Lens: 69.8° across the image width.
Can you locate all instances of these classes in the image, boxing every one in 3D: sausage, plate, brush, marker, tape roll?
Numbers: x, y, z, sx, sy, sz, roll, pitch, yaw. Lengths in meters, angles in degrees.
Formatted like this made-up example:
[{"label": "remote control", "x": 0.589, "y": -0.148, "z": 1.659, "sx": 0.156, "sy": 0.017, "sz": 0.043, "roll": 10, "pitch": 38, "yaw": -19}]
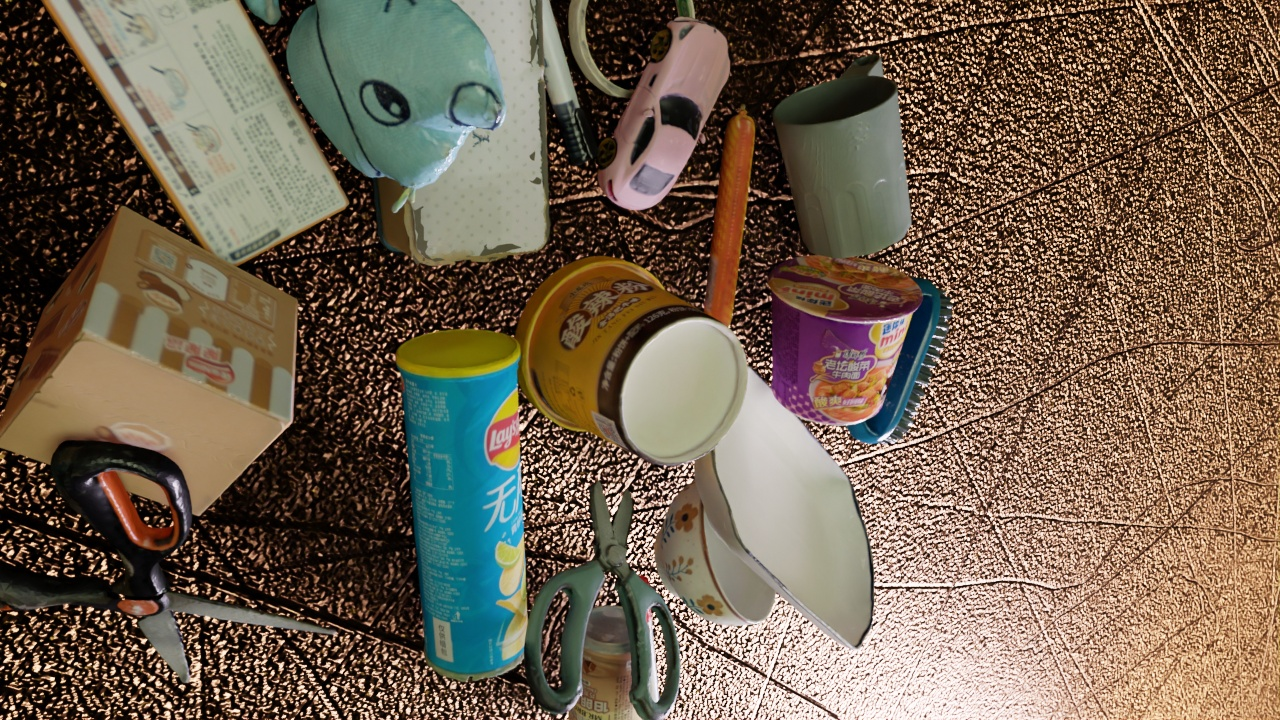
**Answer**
[{"label": "sausage", "x": 0.062, "y": -0.095, "z": 0.644, "sx": 0.021, "sy": 0.021, "sz": 0.165, "roll": -5, "pitch": 110, "yaw": -33}, {"label": "plate", "x": 0.112, "y": 0.118, "z": 0.708, "sx": 0.265, "sy": 0.034, "sz": 0.161, "roll": 45, "pitch": 39, "yaw": -38}, {"label": "brush", "x": 0.204, "y": -0.001, "z": 0.753, "sx": 0.073, "sy": 0.055, "sz": 0.144, "roll": 14, "pitch": 99, "yaw": -38}, {"label": "marker", "x": 0.004, "y": 0.235, "z": 0.730, "sx": 0.017, "sy": 0.017, "sz": 0.145, "roll": -18, "pitch": 116, "yaw": -28}, {"label": "tape roll", "x": -0.004, "y": -0.205, "z": 0.563, "sx": 0.085, "sy": 0.014, "sz": 0.086, "roll": -13, "pitch": 114, "yaw": -30}, {"label": "marker", "x": -0.051, "y": -0.178, "z": 0.537, "sx": 0.018, "sy": 0.023, "sz": 0.131, "roll": -51, "pitch": 135, "yaw": -44}]

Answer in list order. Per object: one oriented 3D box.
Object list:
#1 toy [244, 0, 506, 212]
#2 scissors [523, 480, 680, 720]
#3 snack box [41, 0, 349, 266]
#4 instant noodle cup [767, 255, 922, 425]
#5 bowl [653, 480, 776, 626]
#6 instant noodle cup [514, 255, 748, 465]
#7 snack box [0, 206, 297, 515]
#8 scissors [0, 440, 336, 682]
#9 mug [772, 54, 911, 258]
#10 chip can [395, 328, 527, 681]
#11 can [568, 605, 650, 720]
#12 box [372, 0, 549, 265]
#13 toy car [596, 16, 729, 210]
[{"label": "toy", "x": -0.126, "y": -0.148, "z": 0.417, "sx": 0.049, "sy": 0.162, "sz": 0.156, "roll": -30, "pitch": 126, "yaw": -52}, {"label": "scissors", "x": -0.032, "y": 0.166, "z": 0.622, "sx": 0.171, "sy": 0.019, "sz": 0.176, "roll": -3, "pitch": 76, "yaw": -46}, {"label": "snack box", "x": -0.212, "y": -0.126, "z": 0.444, "sx": 0.075, "sy": 0.026, "sz": 0.154, "roll": -34, "pitch": 123, "yaw": -20}, {"label": "instant noodle cup", "x": 0.146, "y": -0.013, "z": 0.682, "sx": 0.111, "sy": 0.111, "sz": 0.099, "roll": -16, "pitch": 123, "yaw": -29}, {"label": "bowl", "x": 0.050, "y": 0.144, "z": 0.687, "sx": 0.113, "sy": 0.062, "sz": 0.113, "roll": 36, "pitch": 43, "yaw": -44}, {"label": "instant noodle cup", "x": -0.003, "y": 0.003, "z": 0.578, "sx": 0.118, "sy": 0.114, "sz": 0.118, "roll": -12, "pitch": 114, "yaw": -30}, {"label": "snack box", "x": -0.223, "y": 0.002, "z": 0.427, "sx": 0.077, "sy": 0.094, "sz": 0.092, "roll": -41, "pitch": 131, "yaw": 19}, {"label": "scissors", "x": -0.263, "y": 0.110, "z": 0.448, "sx": 0.220, "sy": 0.021, "sz": 0.234, "roll": 7, "pitch": 137, "yaw": -14}, {"label": "mug", "x": 0.154, "y": -0.147, "z": 0.659, "sx": 0.123, "sy": 0.084, "sz": 0.103, "roll": -49, "pitch": 132, "yaw": -41}, {"label": "chip can", "x": -0.106, "y": 0.090, "z": 0.568, "sx": 0.071, "sy": 0.071, "sz": 0.210, "roll": -12, "pitch": 114, "yaw": -30}, {"label": "can", "x": -0.025, "y": 0.247, "z": 0.688, "sx": 0.058, "sy": 0.058, "sz": 0.116, "roll": -9, "pitch": 111, "yaw": -32}, {"label": "box", "x": -0.099, "y": -0.133, "z": 0.497, "sx": 0.089, "sy": 0.062, "sz": 0.184, "roll": -10, "pitch": 114, "yaw": -31}, {"label": "toy car", "x": 0.016, "y": -0.150, "z": 0.569, "sx": 0.056, "sy": 0.037, "sz": 0.122, "roll": 9, "pitch": 116, "yaw": -45}]
